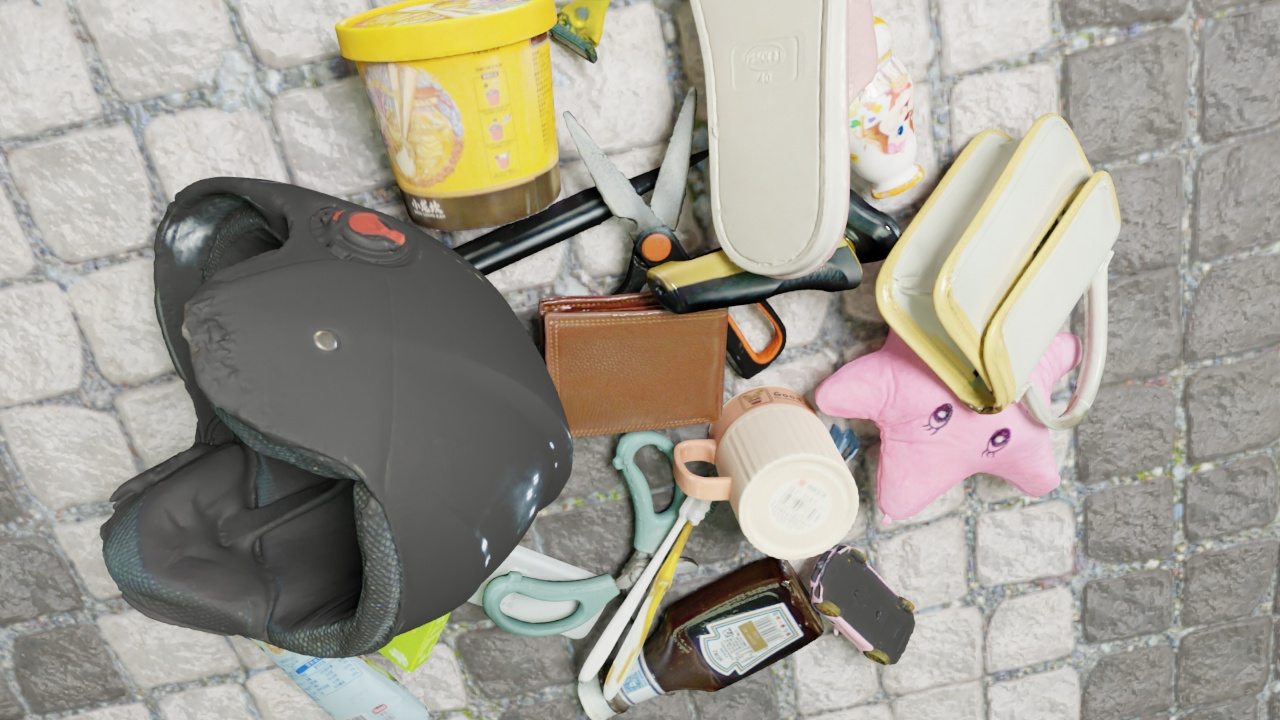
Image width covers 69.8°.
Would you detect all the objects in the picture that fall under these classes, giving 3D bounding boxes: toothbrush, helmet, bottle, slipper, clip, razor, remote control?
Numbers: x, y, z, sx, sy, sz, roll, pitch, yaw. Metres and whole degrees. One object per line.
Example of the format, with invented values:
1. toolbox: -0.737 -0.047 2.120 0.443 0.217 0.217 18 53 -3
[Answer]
1. toothbrush: -0.030 -0.098 0.591 0.213 0.026 0.027 -23 97 4
2. helmet: -0.171 0.026 0.523 0.234 0.229 0.274 -44 66 38
3. bottle: 0.042 0.225 0.717 0.195 0.044 0.080 -29 111 8
4. slipper: 0.078 -0.183 0.509 0.054 0.114 0.274 -9 95 -46
5. toothbrush: 0.001 0.170 0.676 0.016 0.016 0.180 20 107 -41
6. clip: 0.141 0.077 0.675 0.036 0.025 0.058 18 110 -20
7. razor: 0.081 -0.065 0.569 0.167 0.062 0.067 -16 95 -21
8. razor: -0.011 -0.242 0.533 0.043 0.028 0.133 37 110 15
9. bottle: 0.137 -0.154 0.562 0.063 0.063 0.108 -29 111 7
10. remote control: -0.091 0.168 0.694 0.136 0.020 0.056 24 109 -16
11. toothbrush: 0.016 0.172 0.683 0.016 0.018 0.191 21 98 -34

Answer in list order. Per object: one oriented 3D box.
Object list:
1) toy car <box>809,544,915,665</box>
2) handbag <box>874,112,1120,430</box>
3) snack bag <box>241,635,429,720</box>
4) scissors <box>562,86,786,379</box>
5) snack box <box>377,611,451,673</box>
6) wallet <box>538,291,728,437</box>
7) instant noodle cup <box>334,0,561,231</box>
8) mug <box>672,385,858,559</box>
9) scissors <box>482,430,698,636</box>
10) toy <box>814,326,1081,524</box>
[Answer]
1. toy car: 0.169 0.188 0.708 0.122 0.037 0.056 46 65 -27
2. handbag: 0.252 -0.043 0.580 0.178 0.063 0.163 44 73 -20
3. snack bag: -0.248 0.214 0.681 0.111 0.038 0.191 -22 116 42
4. scissors: 0.016 -0.058 0.600 0.227 0.021 0.221 24 114 -21
5. snack box: -0.164 0.139 0.657 0.086 0.026 0.157 32 109 12
6. wallet: -0.004 0.004 0.603 0.124 0.032 0.101 -4 124 -6
7. instant noodle cup: -0.099 -0.144 0.523 0.118 0.118 0.114 -9 120 -1
8. mug: 0.080 0.074 0.625 0.114 0.105 0.082 0 111 -5
9. scissors: -0.034 0.135 0.666 0.169 0.019 0.171 -12 115 -22
10. toy: 0.218 0.038 0.635 0.194 0.074 0.178 28 92 -12
